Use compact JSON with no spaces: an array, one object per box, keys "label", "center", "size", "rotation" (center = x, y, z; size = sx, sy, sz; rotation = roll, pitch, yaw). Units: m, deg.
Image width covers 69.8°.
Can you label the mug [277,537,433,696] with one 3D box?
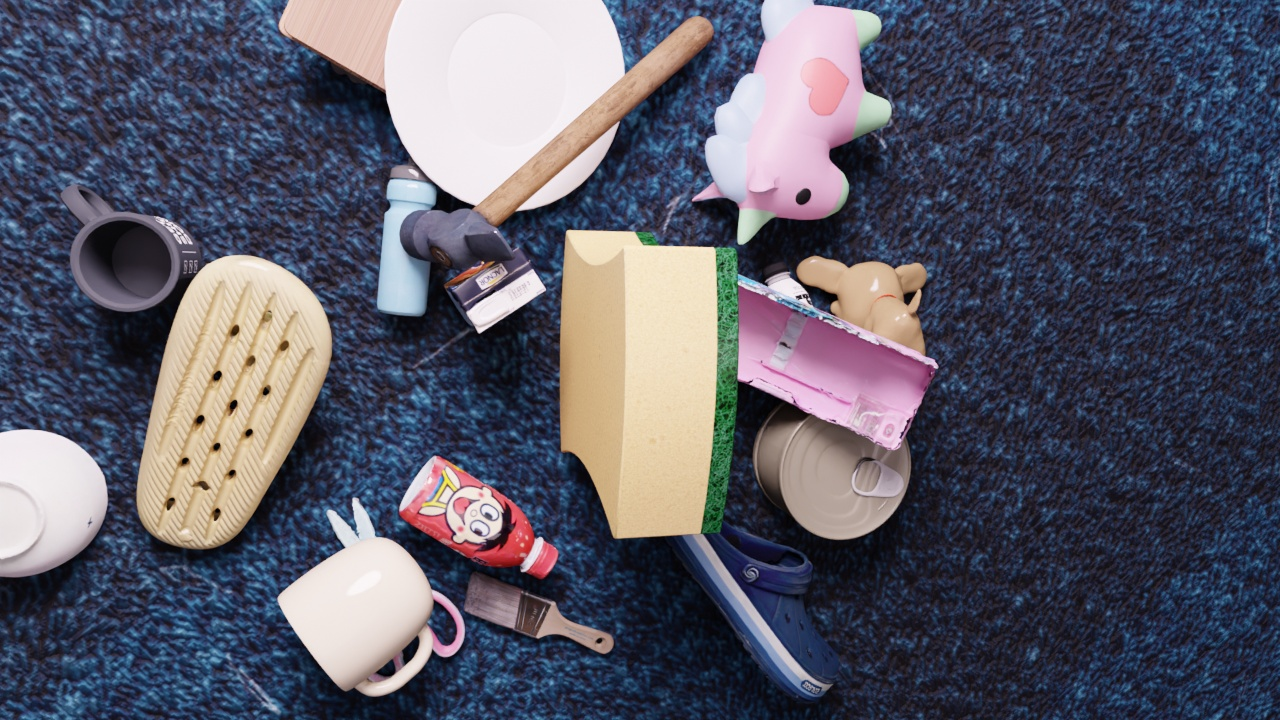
[{"label":"mug","center":[-0.215,0.206,0.743],"size":[0.099,0.096,0.120],"rotation":[-36,96,-19]}]

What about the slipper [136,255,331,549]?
[{"label":"slipper","center":[-0.319,0.032,0.723],"size":[0.111,0.079,0.262],"rotation":[21,110,-18]}]

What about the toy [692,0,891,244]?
[{"label":"toy","center":[0.127,-0.220,0.789],"size":[0.170,0.120,0.222],"rotation":[-13,101,-22]}]

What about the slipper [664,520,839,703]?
[{"label":"slipper","center":[0.110,0.204,0.833],"size":[0.095,0.105,0.253],"rotation":[-39,102,0]}]

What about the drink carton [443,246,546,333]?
[{"label":"drink carton","center":[-0.118,-0.058,0.730],"size":[0.064,0.130,0.040],"rotation":[-35,103,-9]}]

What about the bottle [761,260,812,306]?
[{"label":"bottle","center":[0.141,-0.034,0.838],"size":[0.041,0.041,0.116],"rotation":[-18,83,-12]}]

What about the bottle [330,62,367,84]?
[{"label":"bottle","center":[-0.210,-0.275,0.729],"size":[0.036,0.036,0.110],"rotation":[25,90,-16]}]

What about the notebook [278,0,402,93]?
[{"label":"notebook","center":[-0.158,-0.307,0.716],"size":[0.169,0.022,0.210],"rotation":[25,90,-38]}]

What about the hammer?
[{"label":"hammer","center":[-0.045,-0.184,0.737],"size":[0.321,0.129,0.040],"rotation":[-47,125,-23]}]

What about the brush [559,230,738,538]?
[{"label":"brush","center":[-0.004,0.004,0.705],"size":[0.075,0.250,0.195],"rotation":[-1,101,-14]}]

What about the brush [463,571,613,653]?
[{"label":"brush","center":[-0.091,0.234,0.835],"size":[0.151,0.012,0.039],"rotation":[25,90,-17]}]

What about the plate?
[{"label":"plate","center":[-0.107,-0.228,0.749],"size":[0.208,0.015,0.209],"rotation":[-10,110,-29]}]

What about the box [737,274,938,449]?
[{"label":"box","center":[0.122,-0.008,0.759],"size":[0.230,0.105,0.086],"rotation":[25,98,15]}]

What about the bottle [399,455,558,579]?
[{"label":"bottle","center":[-0.134,0.141,0.787],"size":[0.137,0.062,0.062],"rotation":[34,88,-15]}]

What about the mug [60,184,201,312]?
[{"label":"mug","center":[-0.386,-0.087,0.686],"size":[0.071,0.077,0.105],"rotation":[-40,104,-7]}]

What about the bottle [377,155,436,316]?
[{"label":"bottle","center":[-0.191,-0.103,0.753],"size":[0.040,0.040,0.130],"rotation":[5,95,-15]}]

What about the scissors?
[{"label":"scissors","center":[-0.236,0.203,0.794],"size":[0.105,0.016,0.179],"rotation":[-35,104,-8]}]

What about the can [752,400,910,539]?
[{"label":"can","center":[0.175,0.094,0.853],"size":[0.127,0.073,0.128],"rotation":[-2,97,-14]}]

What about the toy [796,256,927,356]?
[{"label":"toy","center":[0.217,-0.042,0.835],"size":[0.134,0.108,0.106],"rotation":[2,123,-15]}]

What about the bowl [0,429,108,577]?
[{"label":"bowl","center":[-0.476,0.113,0.696],"size":[0.113,0.063,0.113],"rotation":[-2,96,-14]}]
